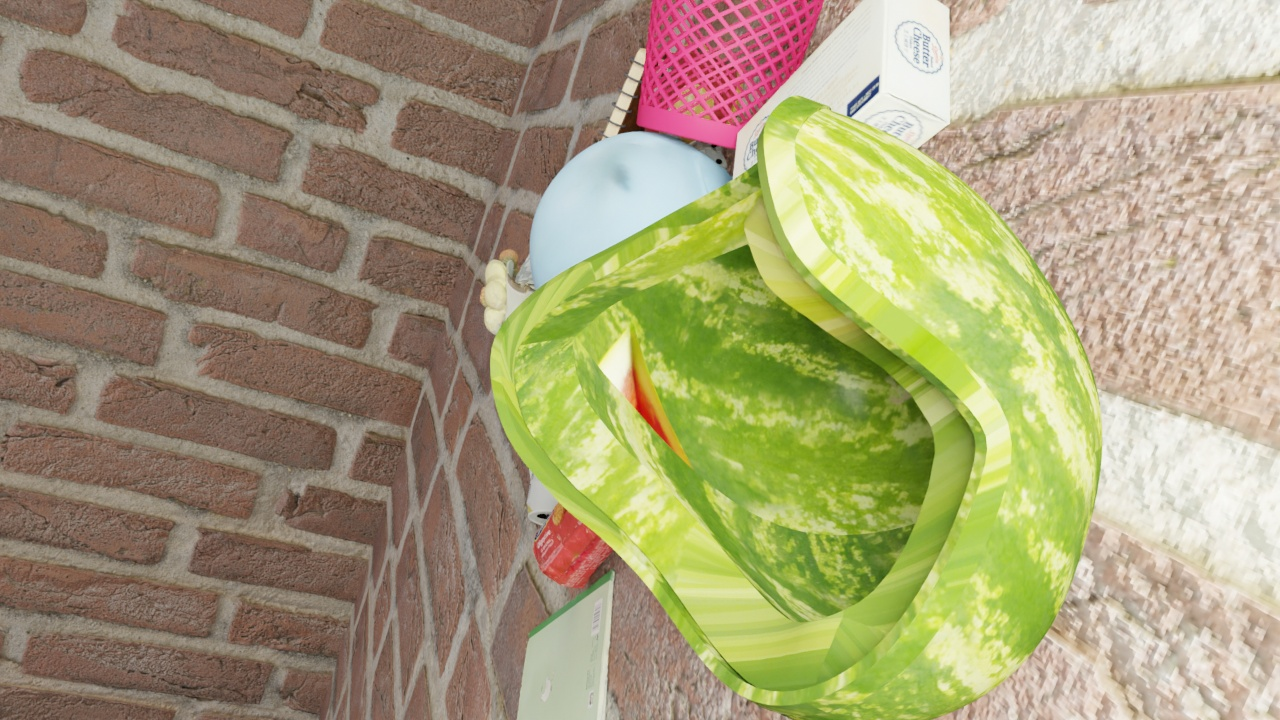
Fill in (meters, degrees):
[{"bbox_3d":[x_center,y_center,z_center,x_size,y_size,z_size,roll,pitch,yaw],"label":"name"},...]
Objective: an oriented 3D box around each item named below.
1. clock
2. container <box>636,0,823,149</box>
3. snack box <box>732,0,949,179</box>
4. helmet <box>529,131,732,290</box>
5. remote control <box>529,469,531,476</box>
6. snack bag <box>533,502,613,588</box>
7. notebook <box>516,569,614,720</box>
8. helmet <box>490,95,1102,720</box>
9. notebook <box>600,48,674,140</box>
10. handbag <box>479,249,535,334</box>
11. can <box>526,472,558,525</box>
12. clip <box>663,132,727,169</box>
[{"bbox_3d":[0.047,-0.294,1.022,0.158,0.081,0.117,-96,29,-48],"label":"clock"},{"bbox_3d":[0.083,-0.311,0.828,0.183,0.183,0.226,-128,49,-67],"label":"container"},{"bbox_3d":[0.143,-0.176,0.696,0.208,0.057,0.104,142,141,-59],"label":"snack box"},{"bbox_3d":[-0.012,-0.100,0.861,0.226,0.166,0.265,-35,47,27],"label":"helmet"},{"bbox_3d":[-0.119,0.125,1.189,0.143,0.049,0.024,-110,40,-60],"label":"remote control"},{"bbox_3d":[-0.057,0.174,0.940,0.177,0.082,0.082,124,154,-44],"label":"snack bag"},{"bbox_3d":[-0.086,0.346,0.979,0.253,0.010,0.181,131,149,-50],"label":"notebook"},{"bbox_3d":[0.086,0.025,0.417,0.214,0.247,0.242,-32,1,36],"label":"helmet"},{"bbox_3d":[-0.010,-0.270,1.118,0.226,0.024,0.167,-64,-14,25],"label":"notebook"},{"bbox_3d":[-0.124,-0.092,1.107,0.171,0.123,0.113,-63,-16,-50],"label":"handbag"},{"bbox_3d":[-0.099,0.143,1.097,0.064,0.064,0.127,136,145,-55],"label":"can"},{"bbox_3d":[0.064,-0.210,0.960,0.054,0.102,0.038,-21,42,8],"label":"clip"}]
